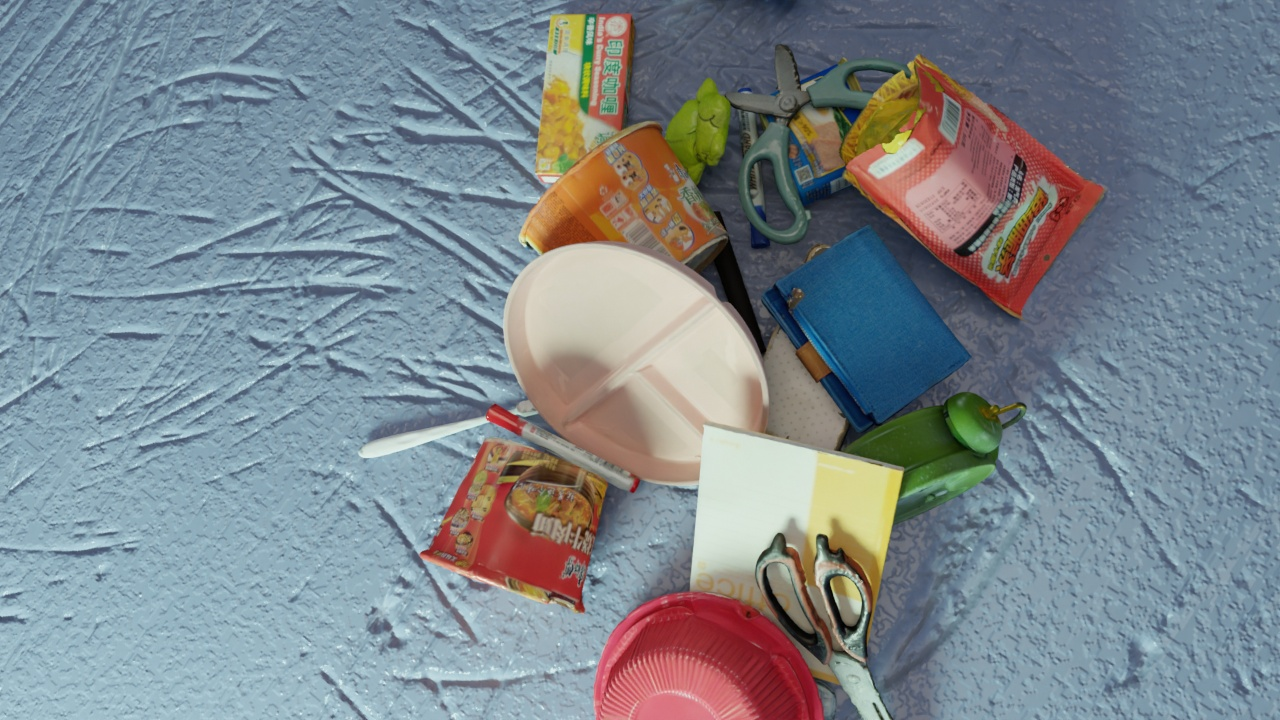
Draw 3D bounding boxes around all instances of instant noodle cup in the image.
[{"bbox_3d":[-0.096,0.130,0.745,0.138,0.138,0.108,16,76,13],"label":"instant noodle cup"},{"bbox_3d":[0.040,0.280,0.703,0.194,0.065,0.194,1,92,22],"label":"instant noodle cup"},{"bbox_3d":[-0.008,-0.104,0.757,0.151,0.151,0.111,-40,85,2],"label":"instant noodle cup"}]

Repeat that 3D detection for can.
[{"bbox_3d":[0.153,-0.191,0.781,0.083,0.057,0.102,-22,78,9],"label":"can"}]

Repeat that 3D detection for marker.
[{"bbox_3d":[0.099,-0.170,0.808,0.017,0.017,0.145,-6,80,10],"label":"marker"},{"bbox_3d":[-0.067,0.075,0.787,0.145,0.017,0.017,26,87,11],"label":"marker"},{"bbox_3d":[0.079,-0.067,0.793,0.022,0.020,0.132,-10,77,-30],"label":"marker"}]

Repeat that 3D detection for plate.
[{"bbox_3d":[-0.004,0.004,0.722,0.229,0.230,0.028,24,45,13],"label":"plate"}]

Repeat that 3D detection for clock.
[{"bbox_3d":[0.219,0.075,0.699,0.161,0.116,0.056,-27,67,8],"label":"clock"}]

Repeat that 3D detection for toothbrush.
[{"bbox_3d":[-0.172,0.061,0.823,0.180,0.016,0.016,-15,77,8],"label":"toothbrush"}]

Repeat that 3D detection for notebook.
[{"bbox_3d":[0.109,0.151,0.695,0.146,0.010,0.207,13,118,18],"label":"notebook"}]

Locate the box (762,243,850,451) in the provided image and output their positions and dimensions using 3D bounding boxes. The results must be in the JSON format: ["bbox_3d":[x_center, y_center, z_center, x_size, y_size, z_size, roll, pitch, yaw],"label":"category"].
[{"bbox_3d":[0.147,0.003,0.750,0.090,0.063,0.184,24,88,14],"label":"box"}]

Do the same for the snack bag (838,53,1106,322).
[{"bbox_3d":[0.258,-0.132,0.710,0.207,0.073,0.128,30,91,-21],"label":"snack bag"}]

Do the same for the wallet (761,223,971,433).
[{"bbox_3d":[0.170,-0.024,0.699,0.106,0.040,0.133,-33,78,-6],"label":"wallet"}]

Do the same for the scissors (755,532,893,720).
[{"bbox_3d":[0.167,0.222,0.688,0.209,0.015,0.183,29,121,8],"label":"scissors"}]

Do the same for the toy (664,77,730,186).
[{"bbox_3d":[0.048,-0.191,0.786,0.031,0.100,0.097,-2,105,-23],"label":"toy"}]

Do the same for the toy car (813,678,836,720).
[{"bbox_3d":[0.124,0.303,0.723,0.049,0.031,0.105,9,85,14],"label":"toy car"}]

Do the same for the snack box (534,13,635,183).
[{"bbox_3d":[-0.050,-0.240,0.841,0.077,0.027,0.155,3,82,10],"label":"snack box"}]

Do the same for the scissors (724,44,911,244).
[{"bbox_3d":[0.152,-0.177,0.741,0.170,0.019,0.174,-1,82,15],"label":"scissors"}]
